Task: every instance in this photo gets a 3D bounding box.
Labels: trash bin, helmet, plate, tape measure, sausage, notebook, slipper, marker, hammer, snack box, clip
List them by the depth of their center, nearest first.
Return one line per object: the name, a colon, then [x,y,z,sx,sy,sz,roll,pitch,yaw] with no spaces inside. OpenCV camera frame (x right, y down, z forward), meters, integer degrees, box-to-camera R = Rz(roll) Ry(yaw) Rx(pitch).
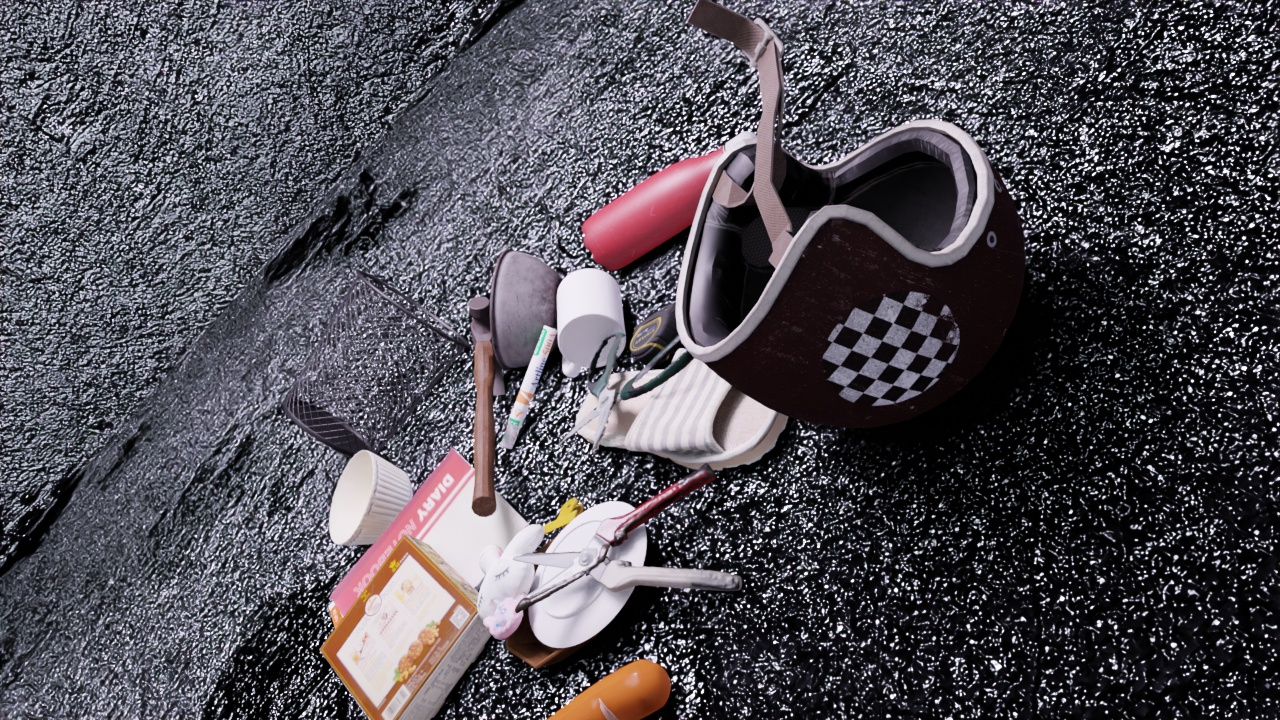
helmet: [0.133,-0.078,0.643,0.233,0.253,0.234,-111,42,-62]
sausage: [-0.045,0.276,0.685,0.164,0.039,0.044,-41,34,13]
plate: [-0.050,0.176,0.777,0.135,0.011,0.134,-32,34,25]
plate: [-0.065,0.207,0.801,0.132,0.025,0.131,-32,34,25]
slipper: [0.025,0.043,0.850,0.273,0.054,0.114,1,51,53]
clip: [-0.068,0.155,0.872,0.054,0.048,0.046,-31,77,29]
snack box: [-0.225,0.265,0.889,0.147,0.041,0.143,28,79,43]
tape measure: [0.018,-0.022,0.944,0.062,0.034,0.061,-33,29,41]
notebook: [-0.225,0.212,0.961,0.153,0.012,0.208,36,84,38]
hammer: [-0.174,0.053,1.026,0.033,0.115,0.322,-6,35,-5]
marker: [-0.128,0.031,1.047,0.017,0.017,0.145,20,90,58]
trash bin: [-0.374,0.013,1.274,0.210,0.184,0.184,-55,31,0]

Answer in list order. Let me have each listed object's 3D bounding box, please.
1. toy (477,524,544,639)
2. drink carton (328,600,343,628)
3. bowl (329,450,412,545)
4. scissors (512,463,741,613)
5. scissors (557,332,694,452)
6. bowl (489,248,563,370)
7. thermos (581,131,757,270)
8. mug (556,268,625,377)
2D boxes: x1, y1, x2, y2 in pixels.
toy: [-0.119,0.197,0.815,0.079,0.038,0.122,-43,25,17]
drink carton: [-0.292,0.254,1.023,0.122,0.040,0.058,-51,31,-4]
bowl: [-0.323,0.172,1.114,0.116,0.062,0.115,-30,50,42]
scissors: [-0.003,0.153,0.733,0.179,0.015,0.198,27,64,39]
scissors: [-0.005,0.005,0.881,0.205,0.015,0.201,-36,25,28]
bowl: [-0.127,-0.060,1.099,0.067,0.145,0.144,2,47,8]
thermos: [0.040,-0.188,1.063,0.240,0.073,0.073,-28,36,29]
mug: [-0.064,-0.034,1.038,0.090,0.073,0.111,-98,30,-52]
